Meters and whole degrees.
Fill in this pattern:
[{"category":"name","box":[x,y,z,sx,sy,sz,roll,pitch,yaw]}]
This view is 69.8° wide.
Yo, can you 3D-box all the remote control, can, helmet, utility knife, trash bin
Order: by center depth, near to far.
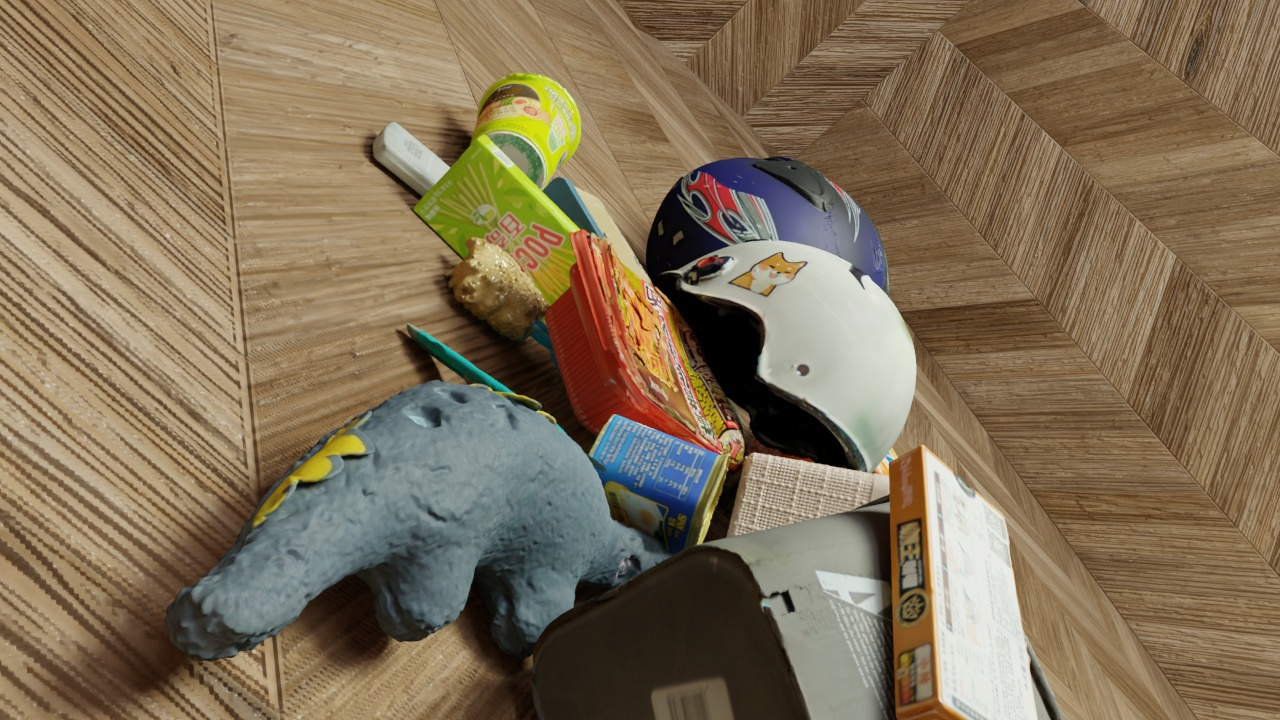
[{"category":"trash bin","box":[0.082,0.184,0.490,0.219,0.199,0.199,12,50,-50]},{"category":"utility knife","box":[-0.089,0.024,0.592,0.182,0.013,0.029,31,-21,26]},{"category":"can","box":[0.008,0.088,0.612,0.083,0.102,0.057,21,57,10]},{"category":"remote control","box":[-0.170,-0.148,0.812,0.150,0.021,0.058,39,23,-27]},{"category":"helmet","box":[0.144,-0.017,0.834,0.274,0.156,0.230,46,-10,50]},{"category":"helmet","box":[0.124,-0.124,1.074,0.240,0.248,0.315,8,33,-29]}]

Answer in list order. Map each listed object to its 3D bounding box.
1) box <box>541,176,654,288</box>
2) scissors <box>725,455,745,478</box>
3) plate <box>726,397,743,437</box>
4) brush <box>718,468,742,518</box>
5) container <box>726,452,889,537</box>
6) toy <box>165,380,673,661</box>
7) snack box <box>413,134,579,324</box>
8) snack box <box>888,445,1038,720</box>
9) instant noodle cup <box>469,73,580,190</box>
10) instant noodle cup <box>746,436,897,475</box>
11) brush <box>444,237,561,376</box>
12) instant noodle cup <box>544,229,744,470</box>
[{"category":"box","box":[-0.053,-0.086,0.849,0.061,0.090,0.184,14,37,-55]},{"category":"scissors","box":[0.080,0.082,0.935,0.073,0.017,0.137,11,37,-46]},{"category":"plate","box":[0.034,0.024,0.918,0.179,0.024,0.179,40,21,-19]},{"category":"brush","box":[0.142,0.154,0.856,0.145,0.063,0.072,48,31,-6]},{"category":"container","box":[0.129,0.125,0.719,0.111,0.089,0.090,13,-11,10]},{"category":"toy","box":[-0.082,0.081,0.477,0.356,0.092,0.137,22,44,-56]},{"category":"snack box","box":[-0.105,-0.103,0.774,0.156,0.086,0.026,45,19,-13]},{"category":"snack box","box":[0.158,0.120,0.456,0.075,0.026,0.153,37,39,-20]},{"category":"instant noodle cup","box":[-0.122,-0.216,0.923,0.111,0.112,0.123,41,29,-21]},{"category":"instant noodle cup","box":[0.192,0.104,0.978,0.151,0.112,0.151,41,22,-21]},{"category":"brush","box":[-0.065,0.006,0.741,0.254,0.046,0.083,51,17,-6]},{"category":"instant noodle cup","box":[-0.004,0.004,0.706,0.188,0.079,0.164,39,25,-50]}]
